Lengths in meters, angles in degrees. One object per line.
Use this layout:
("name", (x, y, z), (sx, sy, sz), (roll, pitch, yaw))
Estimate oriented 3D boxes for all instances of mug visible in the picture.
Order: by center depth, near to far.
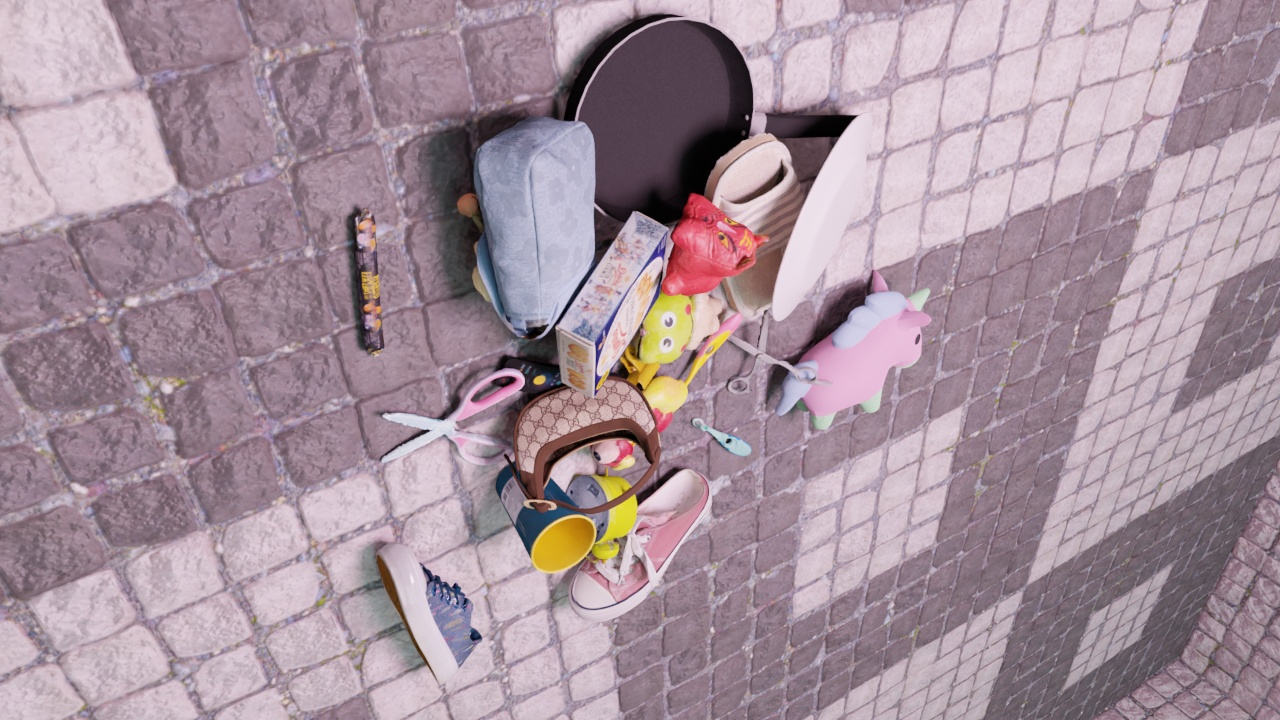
("mug", (-0.112, 0.167, 1.021), (0.078, 0.121, 0.078), (-19, 130, -25))

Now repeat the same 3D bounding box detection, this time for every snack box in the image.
("snack box", (-0.027, -0.051, 0.906), (0.144, 0.042, 0.144), (-59, 171, -20))

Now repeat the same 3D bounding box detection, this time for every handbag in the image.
("handbag", (-0.104, -0.122, 0.828), (0.121, 0.119, 0.192), (-53, 149, -45))
("handbag", (-0.061, 0.096, 0.977), (0.166, 0.138, 0.063), (-18, 149, -3))

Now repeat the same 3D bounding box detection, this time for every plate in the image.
("plate", (0.206, -0.151, 1.006), (0.241, 0.016, 0.243), (-54, 160, -30))

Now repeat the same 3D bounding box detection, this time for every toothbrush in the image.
("toothbrush", (0.077, -0.006, 1.097), (0.021, 0.016, 0.136), (26, 110, -38))
("toothbrush", (0.111, 0.103, 1.207), (0.135, 0.017, 0.022), (32, 96, -44))

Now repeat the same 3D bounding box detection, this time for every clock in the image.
("clock", (-0.053, 0.189, 1.109), (0.057, 0.083, 0.119), (2, 117, -44))

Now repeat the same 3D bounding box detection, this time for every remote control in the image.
("remote control", (-0.088, 0.020, 1.006), (0.151, 0.020, 0.041), (10, 127, -38))

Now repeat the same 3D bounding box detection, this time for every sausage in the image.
("sausage", (-0.247, -0.067, 0.832), (0.020, 0.020, 0.155), (-13, 127, -28))

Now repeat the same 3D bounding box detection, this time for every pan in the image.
("pan", (0.082, -0.240, 0.925), (0.354, 0.044, 0.204), (-9, 125, -30))

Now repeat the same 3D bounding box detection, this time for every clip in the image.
("clip", (-0.007, 0.007, 1.044), (0.054, 0.048, 0.045), (-55, 170, -47))

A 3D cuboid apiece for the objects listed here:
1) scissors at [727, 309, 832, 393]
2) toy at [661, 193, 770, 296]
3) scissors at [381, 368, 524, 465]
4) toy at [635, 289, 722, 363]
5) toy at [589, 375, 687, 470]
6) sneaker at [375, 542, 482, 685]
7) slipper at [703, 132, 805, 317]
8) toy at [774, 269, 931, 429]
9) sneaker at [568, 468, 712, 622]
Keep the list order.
("scissors", (0.161, 0.000, 1.130), (0.175, 0.014, 0.142), (19, 133, -11))
("toy", (0.072, -0.093, 0.926), (0.133, 0.094, 0.088), (103, 6, -60))
("scissors", (-0.189, 0.076, 0.971), (0.170, 0.014, 0.169), (-30, 140, -7))
("toy", (0.046, -0.042, 1.040), (0.117, 0.043, 0.092), (-12, 117, -33))
("toy", (-0.002, 0.070, 1.074), (0.137, 0.067, 0.105), (-43, 160, 0))
("sneaker", (-0.232, 0.284, 1.050), (0.079, 0.087, 0.236), (-30, 136, -22))
("slipper", (0.129, -0.131, 0.998), (0.114, 0.054, 0.273), (-27, 148, -7))
("toy", (0.273, -0.006, 1.187), (0.222, 0.120, 0.171), (-19, 132, -14))
("sneaker", (-0.004, 0.231, 1.160), (0.241, 0.118, 0.088), (-48, 155, -5))
